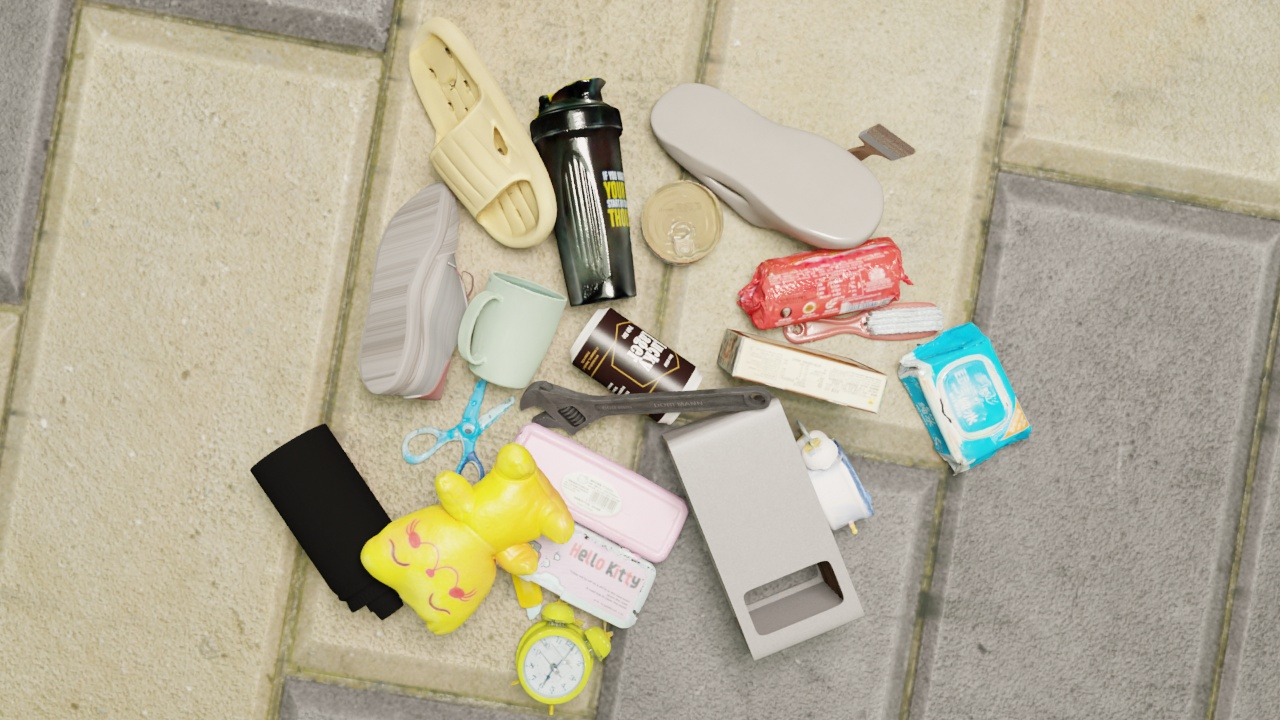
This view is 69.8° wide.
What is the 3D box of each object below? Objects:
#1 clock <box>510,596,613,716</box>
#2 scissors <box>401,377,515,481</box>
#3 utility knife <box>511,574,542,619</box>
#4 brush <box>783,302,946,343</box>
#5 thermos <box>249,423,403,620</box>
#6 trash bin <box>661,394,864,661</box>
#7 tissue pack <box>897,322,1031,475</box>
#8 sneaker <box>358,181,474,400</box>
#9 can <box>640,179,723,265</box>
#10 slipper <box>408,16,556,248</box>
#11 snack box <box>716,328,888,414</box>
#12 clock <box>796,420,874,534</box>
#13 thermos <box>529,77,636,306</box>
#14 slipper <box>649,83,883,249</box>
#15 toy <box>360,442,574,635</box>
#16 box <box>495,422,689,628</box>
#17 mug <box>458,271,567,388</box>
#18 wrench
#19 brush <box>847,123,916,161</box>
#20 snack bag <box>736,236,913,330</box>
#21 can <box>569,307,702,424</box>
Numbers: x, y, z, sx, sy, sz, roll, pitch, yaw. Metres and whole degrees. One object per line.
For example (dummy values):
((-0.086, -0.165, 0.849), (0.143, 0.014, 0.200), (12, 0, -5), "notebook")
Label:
((-0.082, 0.303, 0.958), (0.083, 0.057, 0.119), (35, 82, 1), "clock")
((-0.180, 0.087, 0.979), (0.140, 0.013, 0.118), (-35, 90, -3), "scissors")
((-0.134, 0.198, 0.976), (0.030, 0.017, 0.159), (-16, 87, 3), "utility knife")
((0.240, -0.039, 0.980), (0.172, 0.030, 0.041), (-4, 90, -1), "brush")
((-0.304, 0.171, 0.938), (0.086, 0.086, 0.198), (-34, 91, -1), "thermos")
((0.119, 0.163, 0.933), (0.114, 0.114, 0.229), (-22, 90, -2), "trash bin")
((0.339, 0.039, 0.965), (0.093, 0.061, 0.144), (-27, 90, -1), "tissue pack")
((-0.216, -0.065, 0.950), (0.099, 0.089, 0.235), (-4, 68, 34), "sneaker")
((0.043, -0.144, 0.968), (0.086, 0.043, 0.086), (0, 90, -1), "can")
((-0.181, -0.225, 0.928), (0.079, 0.112, 0.261), (-21, 82, -44), "slipper")
((0.156, 0.007, 0.919), (0.143, 0.147, 0.041), (14, 95, -2), "snack box")
((0.194, 0.116, 0.950), (0.052, 0.089, 0.125), (-28, 91, 5), "clock")
((-0.056, -0.169, 0.946), (0.098, 0.098, 0.221), (-9, 95, -2), "thermos")
((0.127, -0.192, 0.963), (0.266, 0.081, 0.112), (31, 68, 13), "slipper")
((-0.166, 0.164, 0.896), (0.194, 0.087, 0.134), (-40, 106, 3), "toy")
((-0.065, 0.171, 0.956), (0.201, 0.037, 0.152), (27, 79, -1), "box")
((-0.140, -0.031, 0.932), (0.084, 0.111, 0.104), (26, 100, 31), "mug")
((-0.002, 0.043, 0.916), (0.274, 0.018, 0.073), (-4, 131, 26), "wrench")
((0.228, -0.212, 0.923), (0.045, 0.143, 0.008), (33, 90, -10), "brush")
((0.190, -0.082, 0.953), (0.176, 0.082, 0.082), (-12, 90, -2), "snack bag")
((-0.006, 0.006, 0.952), (0.128, 0.072, 0.072), (34, 89, -1), "can")
